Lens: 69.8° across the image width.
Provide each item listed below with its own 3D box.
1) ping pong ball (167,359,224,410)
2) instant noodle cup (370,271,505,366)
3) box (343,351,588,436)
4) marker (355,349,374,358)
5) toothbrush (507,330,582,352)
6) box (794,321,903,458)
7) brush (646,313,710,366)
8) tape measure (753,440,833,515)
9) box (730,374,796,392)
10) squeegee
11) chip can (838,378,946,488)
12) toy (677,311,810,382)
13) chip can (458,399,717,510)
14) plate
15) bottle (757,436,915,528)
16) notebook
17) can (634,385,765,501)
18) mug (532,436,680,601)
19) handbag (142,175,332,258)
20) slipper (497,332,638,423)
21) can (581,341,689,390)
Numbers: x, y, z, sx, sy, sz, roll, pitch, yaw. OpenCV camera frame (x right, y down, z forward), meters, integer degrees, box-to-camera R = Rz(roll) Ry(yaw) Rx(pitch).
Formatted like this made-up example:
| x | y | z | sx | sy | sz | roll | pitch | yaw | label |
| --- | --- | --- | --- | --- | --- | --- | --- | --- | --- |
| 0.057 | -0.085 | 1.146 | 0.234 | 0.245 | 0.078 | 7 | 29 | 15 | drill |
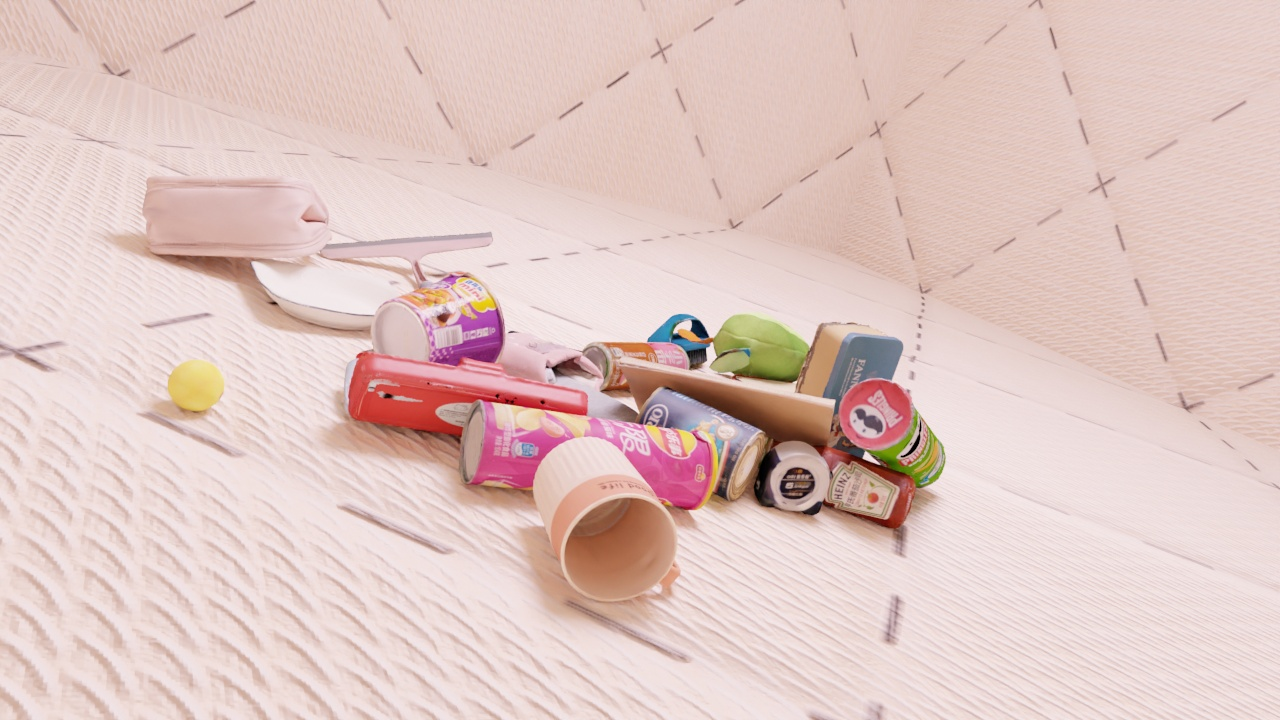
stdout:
| x | y | z | sx | sy | sz | roll | pitch | yaw | label |
| --- | --- | --- | --- | --- | --- | --- | --- | --- | --- |
| -0.346 | 0.019 | 0.715 | 0.040 | 0.040 | 0.040 | 16 | 15 | -5 | ping pong ball |
| -0.210 | -0.028 | 0.930 | 0.112 | 0.112 | 0.099 | 26 | 26 | 28 | instant noodle cup |
| -0.157 | 0.023 | 0.821 | 0.201 | 0.119 | 0.098 | 10 | 49 | -21 | box |
| -0.254 | -0.012 | 0.978 | 0.017 | 0.017 | 0.145 | 22 | 16 | 16 | marker |
| -0.081 | -0.009 | 1.165 | 0.181 | 0.015 | 0.018 | 16 | 6 | -3 | toothbrush |
| 0.222 | 0.037 | 1.017 | 0.089 | 0.184 | 0.060 | 2 | 24 | -30 | box |
| 0.056 | -0.029 | 1.276 | 0.055 | 0.073 | 0.143 | 17 | 13 | 27 | brush |
| 0.149 | 0.113 | 0.887 | 0.065 | 0.066 | 0.033 | 14 | 20 | -10 | tape measure |
| 0.189 | 0.059 | 1.106 | 0.168 | 0.076 | 0.091 | 7 | 17 | -31 | box |
| -0.289 | -0.105 | 1.233 | 0.247 | 0.040 | 0.249 | -7 | 30 | -22 | squeegee |
| 0.275 | 0.083 | 0.979 | 0.072 | 0.072 | 0.236 | 27 | -3 | 30 | chip can |
| 0.158 | -0.012 | 1.191 | 0.227 | 0.090 | 0.246 | 7 | -6 | 14 | toy |
| -0.042 | 0.082 | 0.775 | 0.210 | 0.071 | 0.071 | 10 | 17 | -24 | chip can |
| -0.349 | -0.069 | 1.041 | 0.163 | 0.034 | 0.164 | 6 | 18 | -35 | plate |
| 0.174 | 0.111 | 0.938 | 0.206 | 0.060 | 0.059 | 19 | 15 | 7 | bottle |
| 0.089 | 0.051 | 0.943 | 0.211 | 0.012 | 0.149 | 12 | -22 | 13 | notebook |
| 0.057 | 0.080 | 0.883 | 0.111 | 0.075 | 0.075 | 24 | 17 | 23 | can |
| -0.019 | 0.120 | 0.671 | 0.114 | 0.081 | 0.106 | 40 | 3 | -27 | mug |
| -0.476 | -0.170 | 1.143 | 0.193 | 0.093 | 0.234 | 1 | 3 | -1 | handbag |
| -0.096 | 0.015 | 0.986 | 0.274 | 0.054 | 0.114 | 29 | 19 | 36 | slipper |
| -0.007 | 0.006 | 1.108 | 0.058 | 0.058 | 0.147 | 29 | 19 | 37 | can |
